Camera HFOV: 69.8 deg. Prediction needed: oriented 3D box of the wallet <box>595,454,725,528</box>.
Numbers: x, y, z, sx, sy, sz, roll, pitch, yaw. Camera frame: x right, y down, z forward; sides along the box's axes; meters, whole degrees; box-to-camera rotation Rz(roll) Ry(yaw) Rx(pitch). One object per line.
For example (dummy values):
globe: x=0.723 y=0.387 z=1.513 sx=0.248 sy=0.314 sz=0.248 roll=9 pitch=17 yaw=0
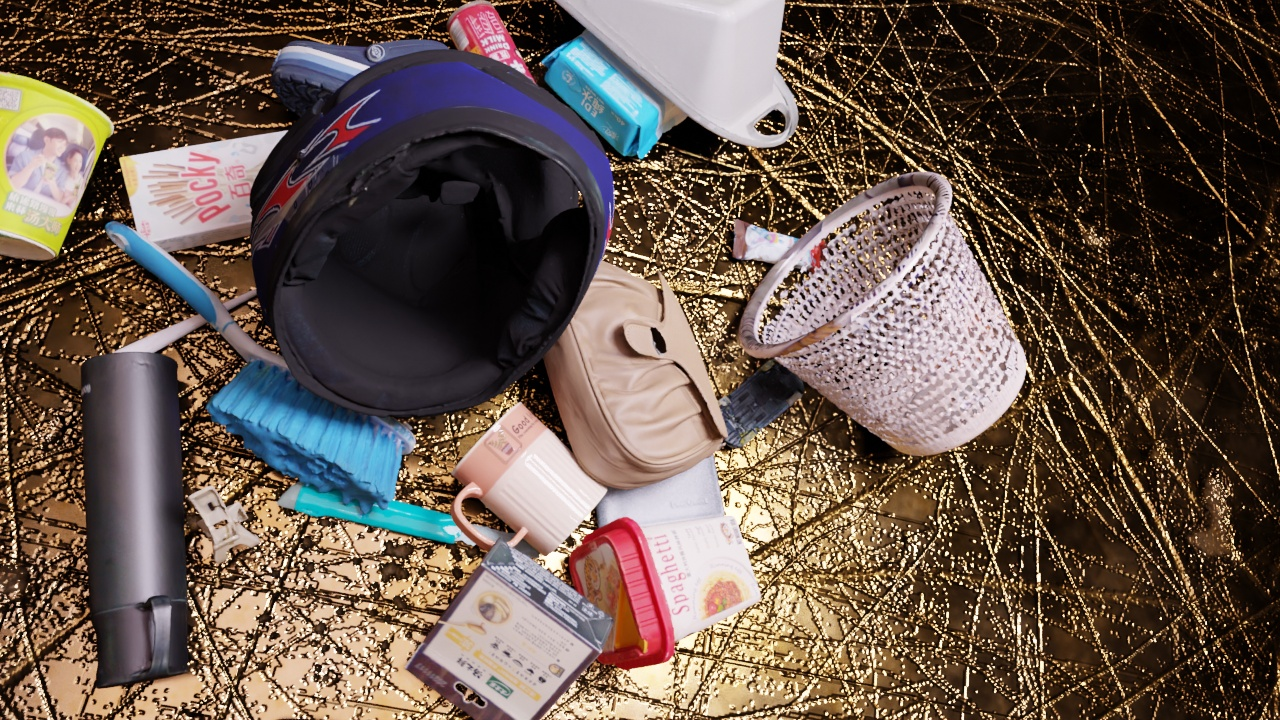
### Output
wallet: x=0.013 y=0.105 z=0.835 sx=0.120 sy=0.019 sz=0.097 roll=-4 pitch=75 yaw=-18

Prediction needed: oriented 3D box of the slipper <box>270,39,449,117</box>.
slipper: x=-0.206 y=-0.243 z=0.848 sx=0.253 sy=0.105 sz=0.095 roll=13 pitch=71 yaw=-4

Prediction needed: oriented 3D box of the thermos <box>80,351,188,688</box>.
thermos: x=-0.373 y=0.114 z=0.688 sx=0.068 sy=0.090 sz=0.242 roll=5 pitch=67 yaw=-47

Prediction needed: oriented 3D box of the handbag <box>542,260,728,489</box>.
handbag: x=-0.005 y=0.005 z=0.799 sx=0.147 sy=0.100 sz=0.204 roll=0 pitch=60 yaw=-39

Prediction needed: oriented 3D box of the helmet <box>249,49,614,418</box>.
helmet: x=-0.156 y=-0.118 z=0.710 sx=0.247 sy=0.316 sz=0.239 roll=27 pitch=38 yaw=-29

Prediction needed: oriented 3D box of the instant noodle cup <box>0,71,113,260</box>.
instant noodle cup: x=-0.501 y=-0.150 z=0.738 sx=0.111 sy=0.112 sz=0.123 roll=10 pitch=77 yaw=-12

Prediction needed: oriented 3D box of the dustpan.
dustpan: x=0.046 y=-0.324 z=0.949 sx=0.258 sy=0.143 sz=0.222 roll=20 pitch=38 yaw=19

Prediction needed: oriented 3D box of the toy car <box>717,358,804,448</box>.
toy car: x=0.110 y=0.040 z=0.874 sx=0.105 sy=0.031 sz=0.049 roll=-36 pitch=86 yaw=-24

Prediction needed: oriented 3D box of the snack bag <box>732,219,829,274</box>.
snack bag: x=0.144 y=-0.114 z=0.940 sx=0.105 sy=0.026 sz=0.045 roll=11 pitch=73 yaw=-9

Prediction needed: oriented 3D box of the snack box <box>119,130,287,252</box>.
snack box: x=-0.366 y=-0.151 z=0.813 sx=0.156 sy=0.027 sz=0.084 roll=-16 pitch=77 yaw=-20

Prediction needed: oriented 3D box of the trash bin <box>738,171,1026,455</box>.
trash bin: x=0.236 y=-0.027 z=0.841 sx=0.192 sy=0.228 sz=0.227 roll=44 pitch=65 yaw=-17

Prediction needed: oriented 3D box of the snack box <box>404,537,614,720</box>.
snack box: x=-0.103 y=0.222 z=0.721 sx=0.113 sy=0.126 sz=0.053 roll=37 pitch=27 yaw=-1

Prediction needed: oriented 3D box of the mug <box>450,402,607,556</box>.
mug: x=-0.100 y=0.109 z=0.762 sx=0.106 sy=0.082 sz=0.114 roll=43 pitch=53 yaw=0

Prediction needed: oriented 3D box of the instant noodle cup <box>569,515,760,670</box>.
instant noodle cup: x=0.022 y=0.184 z=0.764 sx=0.124 sy=0.117 sz=0.116 roll=-10 pitch=74 yaw=-30

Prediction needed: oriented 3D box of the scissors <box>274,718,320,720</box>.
scissors: x=-0.184 y=0.329 z=0.700 sx=0.235 sy=0.022 sz=0.139 roll=22 pitch=77 yaw=-9

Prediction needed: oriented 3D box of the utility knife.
utility knife: x=-0.191 y=0.136 z=0.769 sx=0.219 sy=0.013 sz=0.029 roll=15 pitch=66 yaw=-7

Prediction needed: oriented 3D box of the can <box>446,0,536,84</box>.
can: x=-0.139 y=-0.284 z=0.906 sx=0.053 sy=0.053 sz=0.132 roll=-24 pitch=79 yaw=-21

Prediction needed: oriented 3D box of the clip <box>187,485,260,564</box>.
clip: x=-0.316 y=0.126 z=0.692 sx=0.034 sy=0.101 sz=0.074 roll=-27 pitch=81 yaw=-20

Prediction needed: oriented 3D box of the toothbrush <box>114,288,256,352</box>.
toothbrush: x=-0.373 y=-0.036 z=0.777 sx=0.179 sy=0.016 sz=0.016 roll=-33 pitch=80 yaw=-22

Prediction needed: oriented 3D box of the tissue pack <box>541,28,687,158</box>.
tissue pack: x=-0.024 y=-0.276 z=0.929 sx=0.140 sy=0.063 sz=0.089 roll=43 pitch=61 yaw=0

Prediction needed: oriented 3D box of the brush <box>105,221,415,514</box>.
brush: x=-0.321 y=0.005 z=0.747 sx=0.314 sy=0.061 sz=0.109 roll=32 pitch=49 yaw=-9
